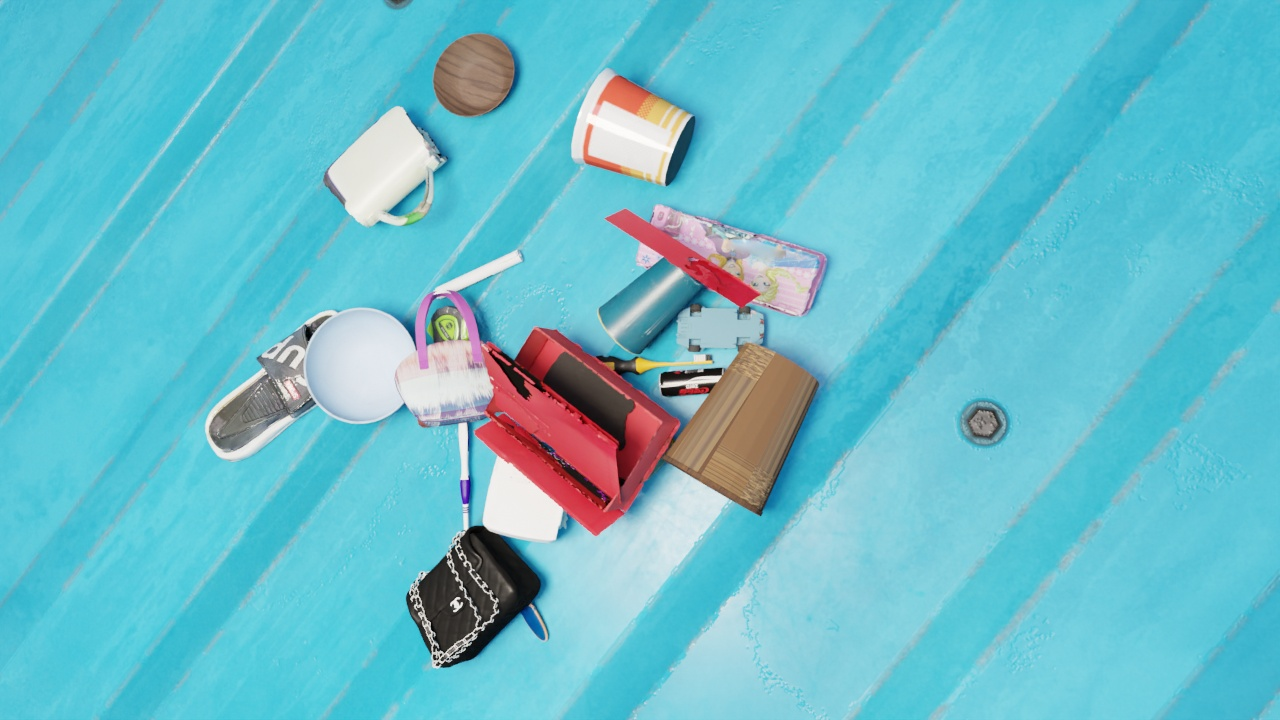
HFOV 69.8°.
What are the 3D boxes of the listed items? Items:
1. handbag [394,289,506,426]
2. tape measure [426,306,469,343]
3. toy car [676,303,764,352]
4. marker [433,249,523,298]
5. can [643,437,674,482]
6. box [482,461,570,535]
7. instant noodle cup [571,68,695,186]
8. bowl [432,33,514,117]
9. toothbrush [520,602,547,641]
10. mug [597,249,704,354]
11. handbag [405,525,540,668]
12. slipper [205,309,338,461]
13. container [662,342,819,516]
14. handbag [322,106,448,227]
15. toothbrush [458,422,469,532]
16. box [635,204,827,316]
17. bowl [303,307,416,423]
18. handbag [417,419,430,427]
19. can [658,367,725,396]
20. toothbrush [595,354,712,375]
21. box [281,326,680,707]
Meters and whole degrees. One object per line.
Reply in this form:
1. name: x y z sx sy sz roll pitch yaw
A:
1. handbag: -0.242 -0.007 1.170 0.144 0.068 0.170 -8 80 -13
2. tape measure: -0.249 -0.041 1.224 0.059 0.035 0.065 -37 79 16
3. toy car: 0.100 -0.038 1.142 0.108 0.027 0.060 1 83 9
4. marker: -0.220 -0.115 1.233 0.134 0.020 0.017 -23 79 10
5. can: -0.013 0.095 1.131 0.105 0.067 0.067 39 93 15
6. box: -0.138 0.173 1.160 0.102 0.102 0.107 12 75 -3
7. instant noodle cup: -0.005 -0.286 1.158 0.121 0.123 0.123 24 89 8
8. bowl: -0.224 -0.387 1.264 0.119 0.032 0.119 -2 82 13
9. toothbrush: -0.153 0.295 1.165 0.022 0.017 0.135 -36 75 24
10. mug: 0.016 -0.075 1.127 0.122 0.078 0.078 -42 75 20
11. handbag: -0.224 0.289 1.127 0.154 0.114 0.125 -48 69 19
12. slipper: -0.502 0.037 1.262 0.264 0.063 0.111 -39 76 8
13. container: 0.125 0.076 1.074 0.132 0.132 0.167 29 84 15
14. handbag: -0.327 -0.236 1.238 0.151 0.074 0.176 -43 57 3
15. toothbrush: -0.228 0.161 1.195 0.015 0.016 0.186 -3 86 2
16. box: 0.109 -0.126 1.132 0.230 0.063 0.084 19 88 15
17. bowl: -0.359 0.010 1.217 0.150 0.075 0.150 0 84 2
18. handbag: -0.236 0.058 1.215 0.120 0.029 0.055 -4 87 8
19. can: 0.065 0.027 1.139 0.080 0.031 0.031 -5 82 13
20. toothbrush: -0.007 0.007 1.162 0.197 0.031 0.031 -3 86 9
21. box: -0.164 0.161 1.040 0.213 0.128 0.424 37 71 22
